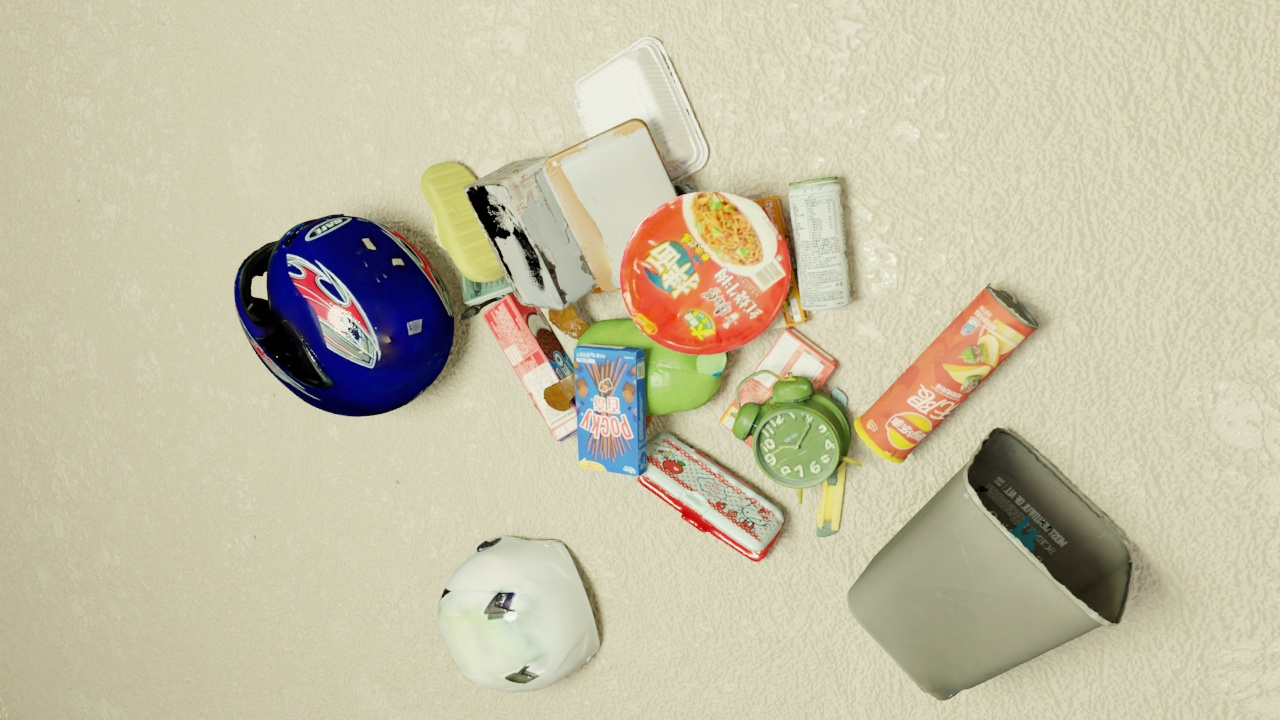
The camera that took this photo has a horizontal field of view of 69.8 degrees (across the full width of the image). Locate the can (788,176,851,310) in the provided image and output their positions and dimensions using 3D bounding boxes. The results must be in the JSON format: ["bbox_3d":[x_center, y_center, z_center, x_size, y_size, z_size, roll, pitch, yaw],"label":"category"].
[{"bbox_3d":[0.204,-0.132,1.041,0.058,0.058,0.147,-3,100,28],"label":"can"}]

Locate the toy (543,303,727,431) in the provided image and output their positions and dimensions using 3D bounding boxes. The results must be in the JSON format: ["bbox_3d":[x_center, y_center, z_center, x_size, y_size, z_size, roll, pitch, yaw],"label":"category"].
[{"bbox_3d":[-0.007,0.007,1.162,0.247,0.090,0.227,9,90,20],"label":"toy"}]

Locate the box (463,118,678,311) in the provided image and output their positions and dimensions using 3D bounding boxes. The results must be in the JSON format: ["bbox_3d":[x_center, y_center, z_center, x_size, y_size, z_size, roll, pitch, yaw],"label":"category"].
[{"bbox_3d":[-0.081,-0.166,1.105,0.273,0.130,0.179,-10,117,34],"label":"box"}]

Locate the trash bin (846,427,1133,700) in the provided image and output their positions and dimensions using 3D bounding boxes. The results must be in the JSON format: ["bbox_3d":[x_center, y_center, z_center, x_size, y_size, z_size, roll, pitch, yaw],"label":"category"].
[{"bbox_3d":[0.362,0.225,0.979,0.199,0.198,0.220,46,125,13],"label":"trash bin"}]

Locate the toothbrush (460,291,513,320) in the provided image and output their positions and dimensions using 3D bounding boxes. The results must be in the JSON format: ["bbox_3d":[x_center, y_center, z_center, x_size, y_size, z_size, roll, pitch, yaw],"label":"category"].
[{"bbox_3d":[-0.182,-0.098,1.273,0.190,0.016,0.014,-26,97,29],"label":"toothbrush"}]

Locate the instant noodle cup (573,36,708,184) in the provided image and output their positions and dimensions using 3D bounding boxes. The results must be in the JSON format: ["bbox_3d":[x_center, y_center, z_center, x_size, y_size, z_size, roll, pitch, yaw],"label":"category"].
[{"bbox_3d":[-0.011,-0.289,1.114,0.138,0.060,0.173,-23,92,30],"label":"instant noodle cup"}]

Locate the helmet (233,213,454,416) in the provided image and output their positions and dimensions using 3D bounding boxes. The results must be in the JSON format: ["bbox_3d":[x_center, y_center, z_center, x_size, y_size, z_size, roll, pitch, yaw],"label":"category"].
[{"bbox_3d":[-0.401,-0.080,1.253,0.315,0.246,0.241,44,136,2],"label":"helmet"}]

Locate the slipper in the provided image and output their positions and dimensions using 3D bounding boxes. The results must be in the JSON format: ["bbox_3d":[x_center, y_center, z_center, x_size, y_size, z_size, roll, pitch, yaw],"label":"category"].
[{"bbox_3d":[-0.237,-0.181,1.249,0.190,0.091,0.082,61,153,15],"label":"slipper"}]

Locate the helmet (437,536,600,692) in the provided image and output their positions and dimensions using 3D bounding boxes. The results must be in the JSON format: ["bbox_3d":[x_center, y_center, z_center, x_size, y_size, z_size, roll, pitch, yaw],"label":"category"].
[{"bbox_3d":[-0.198,0.381,1.322,0.259,0.145,0.229,-11,96,29],"label":"helmet"}]

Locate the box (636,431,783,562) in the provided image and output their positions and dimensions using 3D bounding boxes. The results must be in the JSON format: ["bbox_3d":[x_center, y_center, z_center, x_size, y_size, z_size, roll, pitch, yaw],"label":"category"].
[{"bbox_3d":[0.076,0.179,1.157,0.201,0.101,0.095,33,114,17],"label":"box"}]

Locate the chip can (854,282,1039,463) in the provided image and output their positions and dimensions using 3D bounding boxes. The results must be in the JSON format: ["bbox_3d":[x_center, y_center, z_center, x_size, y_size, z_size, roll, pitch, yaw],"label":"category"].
[{"bbox_3d":[0.332,0.018,1.004,0.073,0.073,0.217,44,117,11],"label":"chip can"}]

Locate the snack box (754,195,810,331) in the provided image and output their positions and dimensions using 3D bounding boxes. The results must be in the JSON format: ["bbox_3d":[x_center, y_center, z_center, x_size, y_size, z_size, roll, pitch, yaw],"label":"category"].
[{"bbox_3d":[0.146,-0.113,1.093,0.075,0.026,0.154,-12,96,29],"label":"snack box"}]

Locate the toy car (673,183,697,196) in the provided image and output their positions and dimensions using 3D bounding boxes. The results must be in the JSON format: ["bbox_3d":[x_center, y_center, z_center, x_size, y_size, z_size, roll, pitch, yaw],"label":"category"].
[{"bbox_3d":[0.027,-0.171,1.137,0.121,0.036,0.054,-35,88,39],"label":"toy car"}]

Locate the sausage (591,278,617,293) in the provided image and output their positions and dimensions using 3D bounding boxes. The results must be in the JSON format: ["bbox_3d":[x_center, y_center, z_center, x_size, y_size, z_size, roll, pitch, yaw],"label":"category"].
[{"bbox_3d":[-0.002,-0.112,1.173,0.165,0.021,0.021,-14,95,29],"label":"sausage"}]

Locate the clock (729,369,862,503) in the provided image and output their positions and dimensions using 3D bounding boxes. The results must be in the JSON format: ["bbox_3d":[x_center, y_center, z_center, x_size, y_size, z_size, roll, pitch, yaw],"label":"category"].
[{"bbox_3d":[0.176,0.081,1.078,0.116,0.056,0.161,-38,92,25],"label":"clock"}]

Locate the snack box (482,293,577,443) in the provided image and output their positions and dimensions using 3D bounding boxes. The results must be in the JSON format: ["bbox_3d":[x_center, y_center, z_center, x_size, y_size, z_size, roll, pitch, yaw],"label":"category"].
[{"bbox_3d":[-0.134,0.008,1.250,0.058,0.057,0.207,-32,86,27],"label":"snack box"}]

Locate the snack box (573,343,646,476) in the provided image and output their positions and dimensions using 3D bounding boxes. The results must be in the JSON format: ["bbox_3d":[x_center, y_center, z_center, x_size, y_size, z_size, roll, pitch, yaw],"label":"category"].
[{"bbox_3d":[-0.036,0.060,1.120,0.085,0.026,0.157,5,105,26],"label":"snack box"}]

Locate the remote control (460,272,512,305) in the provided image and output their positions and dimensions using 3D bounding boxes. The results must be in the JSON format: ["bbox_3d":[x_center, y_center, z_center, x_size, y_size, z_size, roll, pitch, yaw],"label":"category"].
[{"bbox_3d":[-0.191,-0.119,1.262,0.135,0.019,0.056,-15,76,30],"label":"remote control"}]

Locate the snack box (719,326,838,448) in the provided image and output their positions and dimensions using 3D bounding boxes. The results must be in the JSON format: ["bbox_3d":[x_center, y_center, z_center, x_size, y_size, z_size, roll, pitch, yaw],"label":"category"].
[{"bbox_3d":[0.167,0.040,1.119,0.075,0.025,0.153,39,117,13],"label":"snack box"}]

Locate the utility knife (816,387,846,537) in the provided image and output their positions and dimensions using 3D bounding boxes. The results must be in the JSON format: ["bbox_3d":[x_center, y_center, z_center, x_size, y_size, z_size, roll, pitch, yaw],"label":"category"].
[{"bbox_3d":[0.235,0.127,1.115,0.031,0.020,0.195,7,101,20],"label":"utility knife"}]

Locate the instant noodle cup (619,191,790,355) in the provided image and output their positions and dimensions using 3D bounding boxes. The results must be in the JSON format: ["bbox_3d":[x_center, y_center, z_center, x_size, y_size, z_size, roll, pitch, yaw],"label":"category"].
[{"bbox_3d":[0.073,-0.105,1.051,0.194,0.065,0.194,0,114,0],"label":"instant noodle cup"}]
